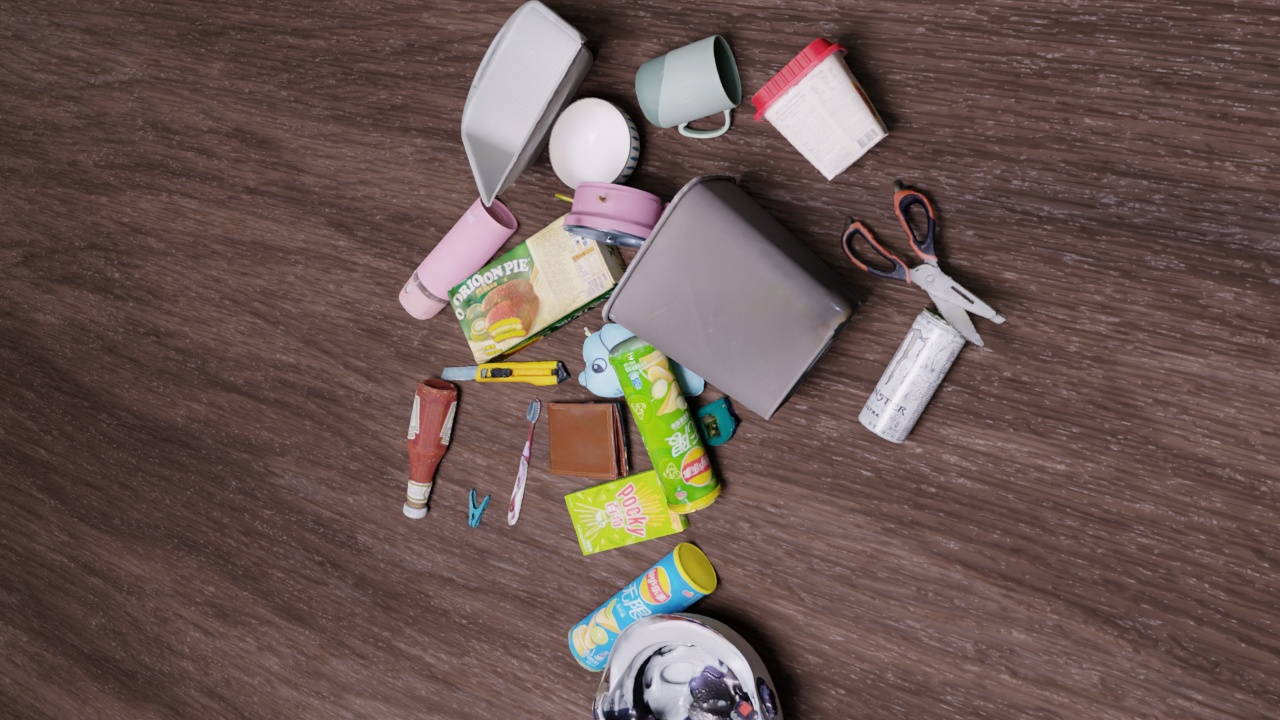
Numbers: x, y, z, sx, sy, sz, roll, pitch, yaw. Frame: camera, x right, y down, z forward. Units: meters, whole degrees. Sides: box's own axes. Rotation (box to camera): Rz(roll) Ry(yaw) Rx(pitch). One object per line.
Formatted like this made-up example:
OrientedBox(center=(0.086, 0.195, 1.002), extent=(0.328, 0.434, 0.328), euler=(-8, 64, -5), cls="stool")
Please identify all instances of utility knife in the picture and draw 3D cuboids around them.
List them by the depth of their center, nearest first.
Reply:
OrientedBox(center=(-0.195, 0.020, 1.282), extent=(0.219, 0.015, 0.033), euler=(-2, 92, 27), cls="utility knife")

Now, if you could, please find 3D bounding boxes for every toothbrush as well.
OrientedBox(center=(-0.164, 0.143, 1.278), extent=(0.016, 0.017, 0.188), euler=(18, 102, 24), cls="toothbrush")

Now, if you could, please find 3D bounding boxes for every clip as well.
OrientedBox(center=(-0.236, 0.215, 1.323), extent=(0.034, 0.013, 0.055), euler=(15, 102, 25), cls="clip")

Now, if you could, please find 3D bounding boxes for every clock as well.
OrientedBox(center=(-0.015, -0.169, 1.097), extent=(0.117, 0.158, 0.060), euler=(11, 90, 49), cls="clock")

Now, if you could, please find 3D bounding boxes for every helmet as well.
OrientedBox(center=(0.074, 0.424, 1.119), extent=(0.230, 0.145, 0.258), euler=(-17, 82, 25), cls="helmet")

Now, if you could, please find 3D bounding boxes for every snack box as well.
OrientedBox(center=(-0.019, 0.198, 1.207), extent=(0.157, 0.026, 0.085), euler=(-19, 88, 26), cls="snack box")
OrientedBox(center=(-0.136, -0.095, 1.215), extent=(0.241, 0.063, 0.114), euler=(-29, 82, 26), cls="snack box")

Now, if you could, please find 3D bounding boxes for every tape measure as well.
OrientedBox(center=(0.093, 0.078, 1.141), extent=(0.058, 0.025, 0.054), euler=(-30, 81, 26), cls="tape measure")

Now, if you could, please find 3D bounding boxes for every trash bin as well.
OrientedBox(center=(0.114, -0.068, 1.033), extent=(0.220, 0.198, 0.199), euler=(38, 112, 10), cls="trash bin")

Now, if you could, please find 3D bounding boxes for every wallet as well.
OrientedBox(center=(-0.074, 0.104, 1.215), extent=(0.125, 0.032, 0.101), euler=(-2, 94, 37), cls="wallet")

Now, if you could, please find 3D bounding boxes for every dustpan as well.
OrientedBox(center=(-0.163, -0.338, 1.135), extent=(0.142, 0.257, 0.223), euler=(32, 110, -5), cls="dustpan")

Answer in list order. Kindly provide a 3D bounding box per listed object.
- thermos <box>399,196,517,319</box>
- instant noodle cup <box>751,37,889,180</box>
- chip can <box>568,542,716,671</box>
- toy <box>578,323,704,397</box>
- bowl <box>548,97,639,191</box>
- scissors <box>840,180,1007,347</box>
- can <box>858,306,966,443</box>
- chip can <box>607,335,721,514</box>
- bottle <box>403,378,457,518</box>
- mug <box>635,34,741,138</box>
OrientedBox(center=(-0.258, -0.145, 1.275), extent=(0.199, 0.067, 0.087), euler=(-43, 45, 25), cls="thermos")
OrientedBox(center=(0.203, -0.272, 1.009), extent=(0.117, 0.116, 0.124), euler=(-39, 89, 24), cls="instant noodle cup")
OrientedBox(center=(0.000, 0.320, 1.186), extent=(0.211, 0.071, 0.071), euler=(-42, 77, 24), cls="chip can")
OrientedBox(center=(-0.007, 0.007, 1.169), extent=(0.162, 0.049, 0.156), euler=(-39, 86, 27), cls="toy")
OrientedBox(center=(-0.050, -0.266, 1.154), extent=(0.117, 0.066, 0.116), euler=(2, 96, 25), cls="bowl")
OrientedBox(center=(0.305, -0.108, 0.988), extent=(0.198, 0.015, 0.213), euler=(-1, 77, 38), cls="scissors")
OrientedBox(center=(0.301, 0.017, 1.013), extent=(0.058, 0.058, 0.147), euler=(33, 109, 20), cls="can")
OrientedBox(center=(0.029, 0.074, 1.116), extent=(0.073, 0.072, 0.221), euler=(-16, 103, 27), cls="chip can")
OrientedBox(center=(-0.309, 0.130, 1.327), extent=(0.060, 0.059, 0.206), euler=(20, 106, 23), cls="bottle")
OrientedBox(center=(0.061, -0.316, 1.093), extent=(0.106, 0.082, 0.112), euler=(-12, 121, 26), cls="mug")
